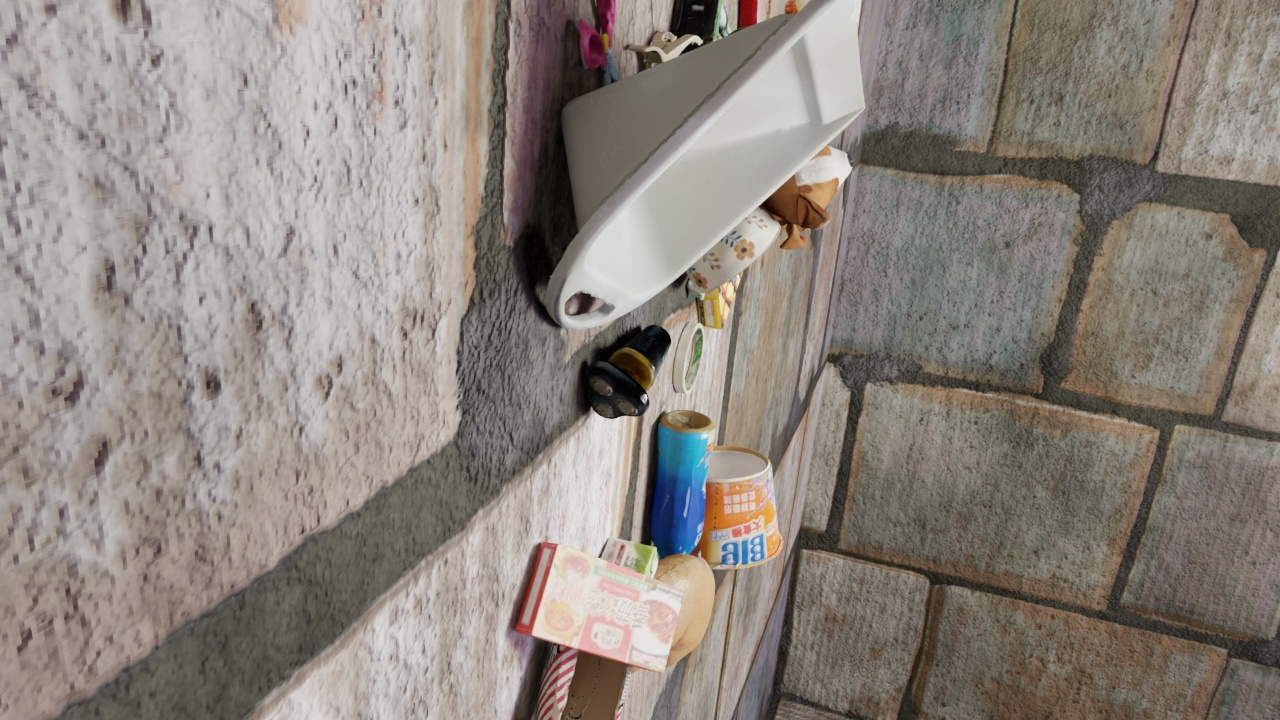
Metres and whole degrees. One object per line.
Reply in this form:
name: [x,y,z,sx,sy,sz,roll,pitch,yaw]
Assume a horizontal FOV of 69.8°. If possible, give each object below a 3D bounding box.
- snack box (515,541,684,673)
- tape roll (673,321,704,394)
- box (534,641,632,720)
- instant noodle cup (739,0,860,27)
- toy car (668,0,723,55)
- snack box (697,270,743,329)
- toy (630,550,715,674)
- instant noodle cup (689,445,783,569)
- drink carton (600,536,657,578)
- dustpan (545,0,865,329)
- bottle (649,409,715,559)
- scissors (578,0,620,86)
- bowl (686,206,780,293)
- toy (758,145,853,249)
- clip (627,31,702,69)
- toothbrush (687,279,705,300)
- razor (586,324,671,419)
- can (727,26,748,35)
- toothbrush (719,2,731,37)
snack box: [-0.030,0.211,0.775,0.152,0.026,0.075,30,68,-36]
tape roll: [0.058,-0.003,1.095,0.085,0.014,0.086,12,89,-74]
box: [-0.041,0.265,0.813,0.076,0.087,0.162,147,-43,-67]
instant noodle cup: [0.186,-0.408,1.057,0.116,0.124,0.117,-60,155,-47]
toy car: [0.053,-0.310,0.819,0.036,0.043,0.091,-5,106,-74]
snack box: [0.104,-0.118,1.142,0.087,0.034,0.140,80,25,-52]
toy: [0.039,0.285,1.044,0.143,0.082,0.225,-59,150,4]
instant noodle cup: [0.104,0.179,1.157,0.151,0.151,0.111,-38,128,-66]
drink carton: [-0.026,0.233,0.900,0.122,0.053,0.046,-63,157,-45]
dustpan: [0.047,-0.120,0.670,0.222,0.258,0.142,17,61,-74]
bottle: [0.043,0.167,1.070,0.065,0.065,0.219,-43,142,-63]
scissors: [-0.024,-0.229,0.672,0.134,0.017,0.113,27,70,-78]
bowl: [0.088,-0.132,0.989,0.062,0.114,0.113,48,39,-15]
toy: [0.172,-0.199,1.028,0.199,0.130,0.140,-79,150,-88]
clip: [0.017,-0.251,0.767,0.099,0.035,0.072,-47,146,-46]
toothbrush: [0.089,-0.154,1.091,0.029,0.020,0.189,40,55,-34]
razor: [-0.005,0.005,0.838,0.068,0.062,0.167,-52,180,23]
can: [0.101,-0.283,0.943,0.075,0.075,0.110,84,24,-44]
toothbrush: [0.098,-0.351,0.990,0.191,0.018,0.016,19,82,-74]
